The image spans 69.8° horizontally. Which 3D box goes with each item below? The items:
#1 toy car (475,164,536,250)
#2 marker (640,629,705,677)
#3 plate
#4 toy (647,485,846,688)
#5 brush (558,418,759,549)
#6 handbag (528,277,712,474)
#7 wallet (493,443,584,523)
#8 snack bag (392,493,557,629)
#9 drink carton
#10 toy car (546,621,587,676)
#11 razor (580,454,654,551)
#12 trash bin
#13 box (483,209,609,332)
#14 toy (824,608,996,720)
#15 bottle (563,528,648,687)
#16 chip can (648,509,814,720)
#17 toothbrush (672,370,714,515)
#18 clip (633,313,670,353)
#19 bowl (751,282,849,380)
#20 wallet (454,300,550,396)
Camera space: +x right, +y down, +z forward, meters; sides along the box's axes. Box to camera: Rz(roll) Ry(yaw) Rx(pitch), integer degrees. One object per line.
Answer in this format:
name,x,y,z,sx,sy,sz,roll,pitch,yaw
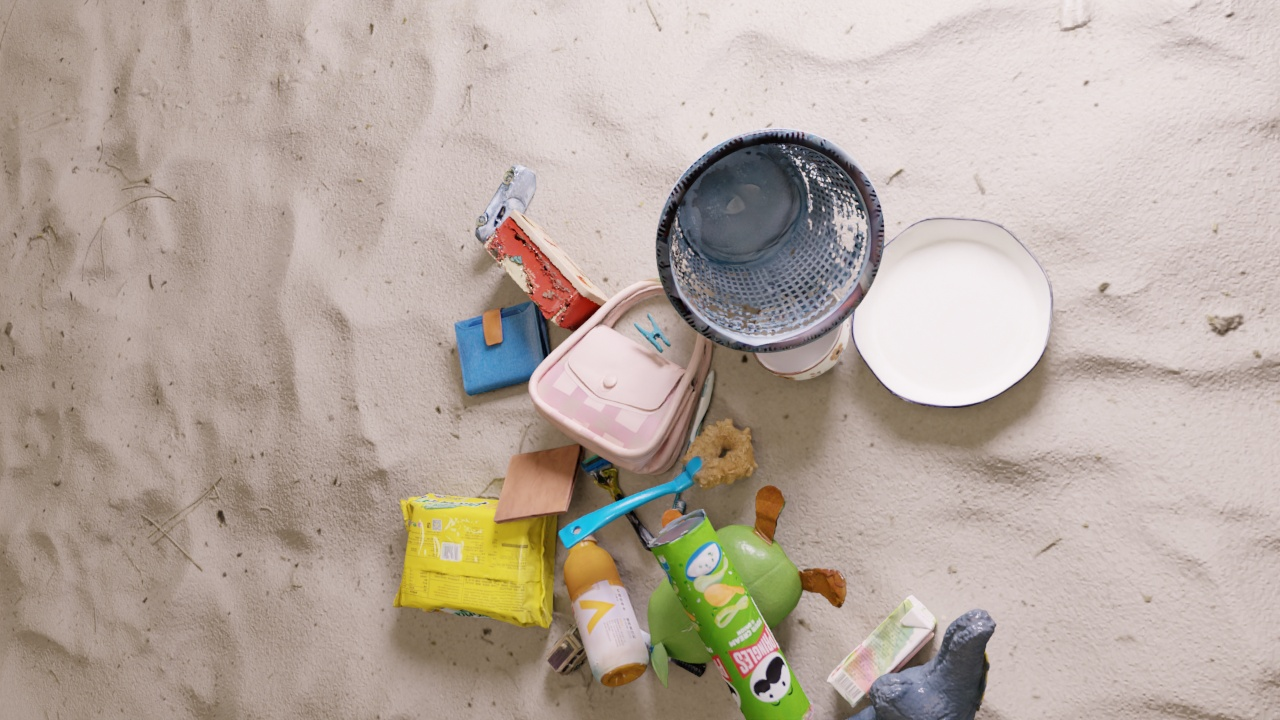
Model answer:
toy car,-0.180,-0.207,1.248,0.037,0.054,0.120,32,96,29
marker,0.019,0.338,1.094,0.131,0.018,0.023,22,108,26
plate,0.332,-0.050,0.985,0.205,0.045,0.204,-4,82,26
toy,0.100,0.259,1.028,0.247,0.089,0.227,-38,80,20
brush,0.024,0.145,1.047,0.254,0.046,0.083,-26,50,-11
handbag,-0.007,0.007,1.129,0.193,0.093,0.234,29,83,27
wallet,-0.127,0.154,1.151,0.101,0.020,0.115,-12,37,20
snack bag,-0.218,0.256,1.193,0.247,0.068,0.158,-1,82,26
drink carton,0.256,0.306,0.964,0.045,0.053,0.123,45,103,22
toy car,-0.078,0.346,1.130,0.042,0.035,0.090,45,100,23
razor,-0.021,0.177,1.135,0.042,0.022,0.142,-28,68,-19
trash bin,0.123,-0.147,0.984,0.226,0.194,0.227,-1,113,-2
box,-0.127,-0.107,1.187,0.079,0.091,0.168,-47,66,9
toy,0.245,0.381,0.917,0.357,0.137,0.091,-50,35,18
bottle,-0.048,0.288,1.092,0.068,0.068,0.189,-37,51,16
chip can,0.093,0.274,0.949,0.072,0.072,0.236,-28,91,19
toothbrush,0.065,0.105,1.107,0.018,0.016,0.191,15,90,17
clip,0.015,-0.032,1.096,0.041,0.014,0.056,-35,58,-3
bowl,0.187,-0.027,1.034,0.114,0.062,0.113,-17,61,32
wallet,-0.185,-0.017,1.234,0.133,0.040,0.106,-13,81,23
